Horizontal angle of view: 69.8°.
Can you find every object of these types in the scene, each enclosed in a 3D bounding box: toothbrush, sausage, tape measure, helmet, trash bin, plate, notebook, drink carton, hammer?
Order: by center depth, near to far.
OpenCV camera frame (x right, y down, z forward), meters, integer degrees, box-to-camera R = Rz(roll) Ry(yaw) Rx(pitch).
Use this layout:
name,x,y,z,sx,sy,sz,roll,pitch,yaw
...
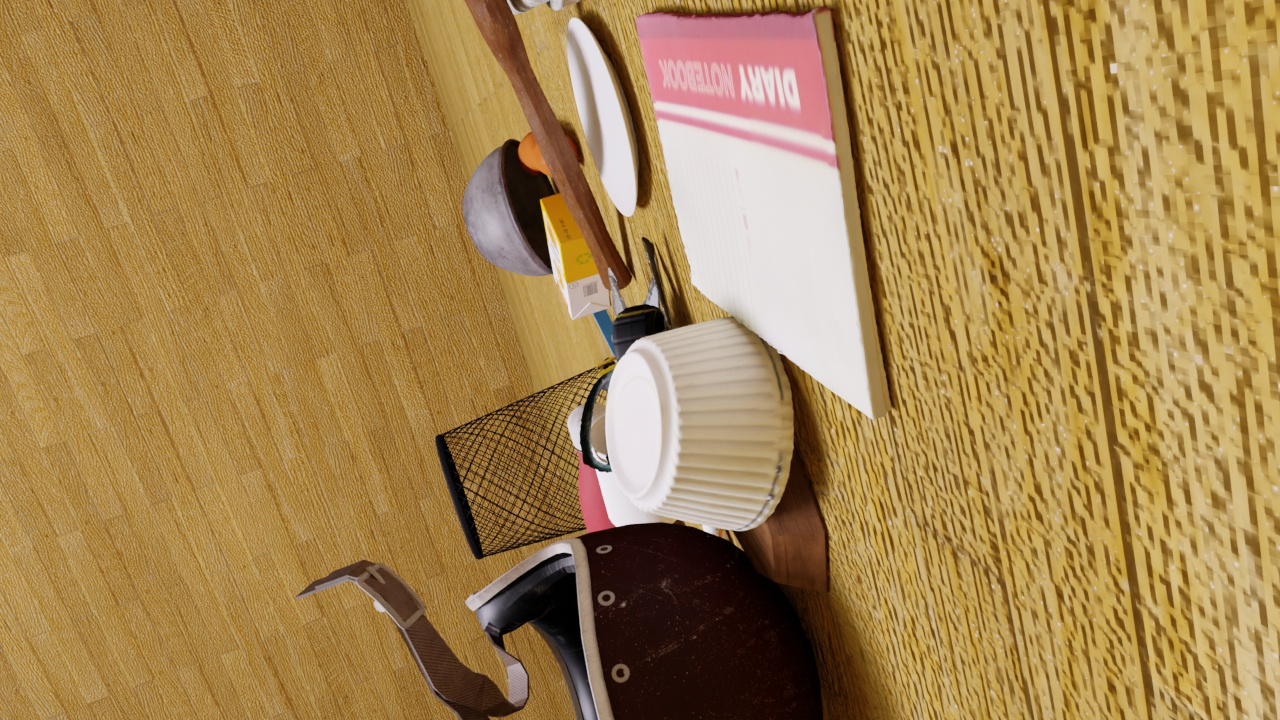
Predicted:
name,x,y,z,sx,sy,sz,roll,pitch,yaw
notebook,0.045,-0.079,0.413,0.208,0.012,0.153,-131,24,-64
plate,0.068,0.077,0.537,0.131,0.025,0.131,160,91,-80
helmet,-0.017,0.211,0.583,0.233,0.254,0.233,27,-137,-68
plate,-0.022,-0.165,0.624,0.135,0.011,0.134,160,91,-80
tape measure,0.001,-0.008,0.634,0.061,0.034,0.061,-21,-79,-75
hammer,-0.074,-0.179,0.653,0.115,0.033,0.323,42,163,49
sausage,-0.089,-0.194,0.855,0.164,0.039,0.044,-139,26,-71
drink carton,-0.061,-0.098,0.874,0.123,0.040,0.058,87,162,-57
toothbrush,-0.044,-0.051,0.944,0.014,0.016,0.166,82,165,-48
trash bin,-0.105,0.118,1.026,0.184,0.210,0.184,160,91,-80

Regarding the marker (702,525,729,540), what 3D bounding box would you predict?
name,x,y,z,sx,sy,sz,roll,pitch,yaw
marker,0.049,0.109,0.731,0.017,0.017,0.145,114,136,-76

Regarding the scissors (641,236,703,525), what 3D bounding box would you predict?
name,x,y,z,sx,sy,sz,roll,pitch,yaw
scissors,0.031,0.022,0.619,0.179,0.015,0.187,-91,-18,-45

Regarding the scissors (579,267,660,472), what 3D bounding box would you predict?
name,x,y,z,sx,sy,sz,roll,pitch,yaw
scissors,0.014,0.034,0.692,0.179,0.015,0.207,39,132,33

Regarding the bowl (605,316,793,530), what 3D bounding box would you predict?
name,x,y,z,sx,sy,sz,roll,pitch,yaw
bowl,0.023,0.034,0.482,0.115,0.062,0.115,180,90,-67

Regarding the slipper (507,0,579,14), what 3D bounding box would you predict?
name,x,y,z,sx,sy,sz,roll,pitch,yaw
slipper,-0.094,-0.306,0.649,0.272,0.054,0.115,-124,22,-57

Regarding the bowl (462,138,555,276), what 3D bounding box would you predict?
name,x,y,z,sx,sy,sz,roll,pitch,yaw
bowl,-0.136,-0.149,0.953,0.144,0.067,0.145,-16,-90,-74

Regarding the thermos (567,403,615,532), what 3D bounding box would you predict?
name,x,y,z,sx,sy,sz,roll,pitch,yaw
thermos,-0.023,0.146,0.922,0.073,0.073,0.240,-125,17,-58

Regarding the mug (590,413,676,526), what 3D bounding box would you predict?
name,x,y,z,sx,sy,sz,roll,pitch,yaw
mug,0.000,0.086,0.835,0.110,0.074,0.091,-78,-20,-53

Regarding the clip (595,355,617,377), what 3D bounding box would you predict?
name,x,y,z,sx,sy,sz,roll,pitch,yaw
clip,-0.005,0.006,0.784,0.046,0.053,0.037,16,-134,-64
